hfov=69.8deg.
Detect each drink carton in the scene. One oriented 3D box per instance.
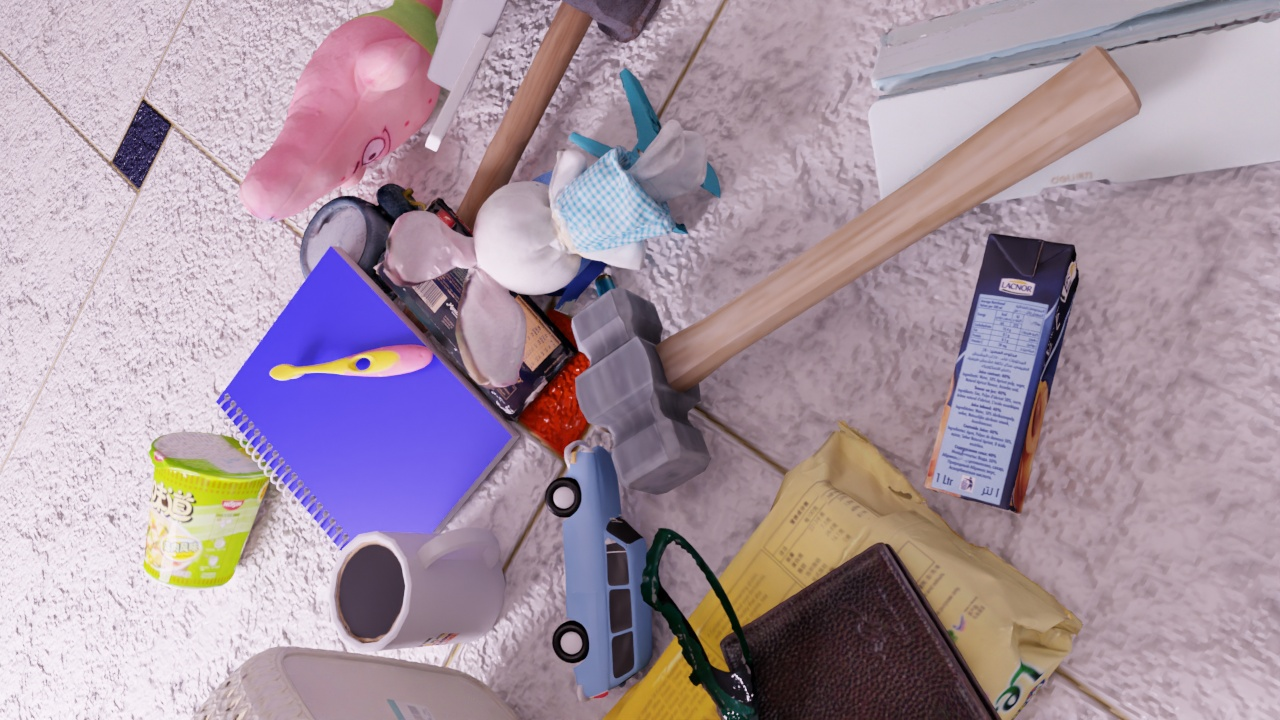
[{"bbox_3d":[0.180,0.007,0.453,0.040,0.064,0.130,14,87,29],"label":"drink carton"}]

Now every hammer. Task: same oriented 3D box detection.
[{"bbox_3d":[0.099,-0.049,0.489,0.324,0.051,0.117,-34,58,25],"label":"hammer"},{"bbox_3d":[-0.094,-0.159,0.665,0.052,0.098,0.329,42,110,31],"label":"hammer"}]

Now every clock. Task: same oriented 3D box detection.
[{"bbox_3d":[-0.216,-0.090,0.737,0.130,0.052,0.090,-14,72,25],"label":"clock"}]

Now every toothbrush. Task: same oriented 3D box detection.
[{"bbox_3d":[-0.211,0.003,0.673,0.136,0.016,0.021,-6,84,16],"label":"toothbrush"}]

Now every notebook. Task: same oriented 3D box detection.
[{"bbox_3d":[-0.214,0.047,0.690,0.209,0.022,0.172,44,103,16],"label":"notebook"}]

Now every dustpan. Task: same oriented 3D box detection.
[{"bbox_3d":[-0.108,-0.245,0.626,0.164,0.033,0.257,-42,27,56],"label":"dustpan"}]

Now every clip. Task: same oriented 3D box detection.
[{"bbox_3d":[-0.005,-0.126,0.626,0.127,0.028,0.113,43,108,31],"label":"clip"}]

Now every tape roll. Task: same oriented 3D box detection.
[{"bbox_3d":[-0.059,-0.091,0.656,0.093,0.016,0.091,41,102,32],"label":"tape roll"}]

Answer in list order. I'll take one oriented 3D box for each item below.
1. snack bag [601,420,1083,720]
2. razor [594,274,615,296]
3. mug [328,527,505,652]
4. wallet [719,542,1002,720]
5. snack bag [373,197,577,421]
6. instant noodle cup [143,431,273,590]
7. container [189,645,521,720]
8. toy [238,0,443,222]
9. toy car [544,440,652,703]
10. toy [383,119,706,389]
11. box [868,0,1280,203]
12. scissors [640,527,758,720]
[{"bbox_3d":[0.086,0.171,0.475,0.159,0.068,0.247,40,102,31],"label":"snack bag"},{"bbox_3d":[-0.004,0.004,0.599,0.042,0.022,0.143,-33,59,24],"label":"razor"},{"bbox_3d":[-0.138,0.145,0.610,0.105,0.089,0.073,-40,61,19],"label":"mug"},{"bbox_3d":[0.101,0.157,0.411,0.099,0.031,0.120,-37,60,18],"label":"wallet"},{"bbox_3d":[-0.118,-0.036,0.650,0.075,0.018,0.155,-45,82,19],"label":"snack bag"},{"bbox_3d":[-0.363,0.126,0.762,0.099,0.098,0.108,23,101,34],"label":"instant noodle cup"},{"bbox_3d":[-0.155,0.261,0.513,0.185,0.246,0.143,31,88,36],"label":"container"},{"bbox_3d":[-0.223,-0.193,0.708,0.193,0.097,0.236,-30,29,55],"label":"toy"},{"bbox_3d":[-0.022,0.124,0.557,0.055,0.056,0.153,-5,84,12],"label":"toy car"},{"bbox_3d":[-0.052,-0.094,0.587,0.205,0.131,0.105,-32,31,11],"label":"toy"},{"bbox_3d":[0.223,-0.146,0.477,0.198,0.075,0.125,-4,57,29],"label":"box"},{"bbox_3d":[0.023,0.201,0.446,0.205,0.015,0.201,-53,50,31],"label":"scissors"}]
